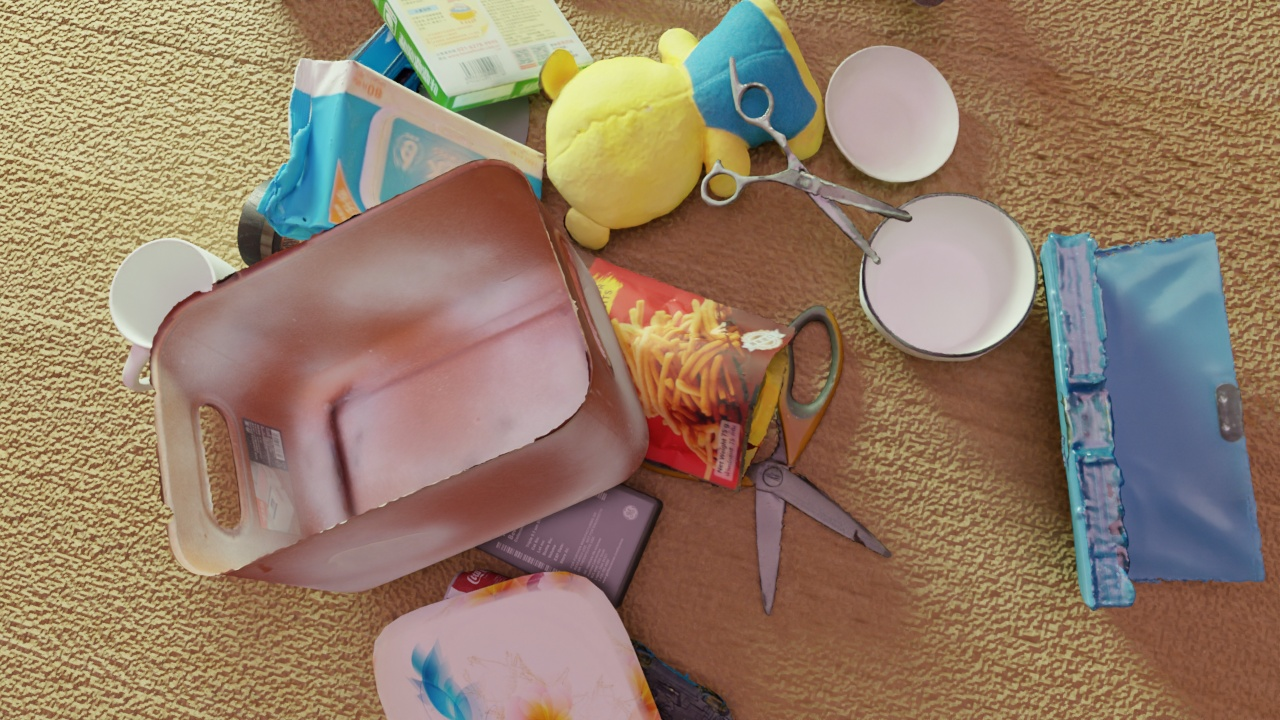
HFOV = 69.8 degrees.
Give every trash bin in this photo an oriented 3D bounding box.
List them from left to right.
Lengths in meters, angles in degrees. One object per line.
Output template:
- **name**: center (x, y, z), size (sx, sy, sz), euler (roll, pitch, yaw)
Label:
- **trash bin**: center (-0.139, 0.023, 0.576), size (0.260, 0.157, 0.181), euler (-25, 65, 8)

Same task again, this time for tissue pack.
- **tissue pack**: center (-0.154, -0.118, 0.632), size (0.066, 0.209, 0.117), euler (-1, 78, 42)

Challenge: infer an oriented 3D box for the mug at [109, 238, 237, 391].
- **mug**: center (-0.340, -0.025, 0.687), size (0.081, 0.087, 0.114), euler (28, 84, 10)

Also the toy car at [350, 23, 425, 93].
- **toy car**: center (-0.207, -0.214, 0.713), size (0.056, 0.043, 0.120), euler (37, 87, 11)

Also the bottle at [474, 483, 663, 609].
- **bottle**: center (-0.080, 0.104, 0.655), size (0.174, 0.046, 0.083), euler (23, 84, 10)

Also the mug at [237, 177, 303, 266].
- **mug**: center (-0.226, -0.102, 0.698), size (0.107, 0.080, 0.115), euler (19, 65, 11)

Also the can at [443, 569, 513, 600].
- **can**: center (-0.087, 0.181, 0.639), size (0.096, 0.054, 0.054), euler (15, 82, 9)

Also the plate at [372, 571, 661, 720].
- **plate**: center (-0.082, 0.243, 0.610), size (0.187, 0.016, 0.187), euler (-20, 94, 14)

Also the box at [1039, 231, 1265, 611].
- **box**: center (0.323, 0.032, 0.576), size (0.112, 0.094, 0.231), euler (-7, 84, 23)

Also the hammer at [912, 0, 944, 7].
- **hammer**: center (0.078, -0.318, 0.702), size (0.315, 0.035, 0.137), euler (6, 48, 16)

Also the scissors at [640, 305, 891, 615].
- **scissors**: center (0.090, 0.059, 0.658), size (0.225, 0.016, 0.229), euler (29, 85, 11)

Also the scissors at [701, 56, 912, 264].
- **scissors**: center (0.110, -0.135, 0.618), size (0.142, 0.014, 0.147), euler (1, 94, 16)

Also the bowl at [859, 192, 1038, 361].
- **bowl**: center (0.208, -0.052, 0.638), size (0.116, 0.066, 0.116), euler (-1, 80, 7)

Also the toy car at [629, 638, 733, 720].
- **toy car**: center (0.013, 0.232, 0.630), size (0.105, 0.032, 0.048), euler (31, 84, 5)

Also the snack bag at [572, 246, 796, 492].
- **snack bag**: center (-0.004, 0.004, 0.658), size (0.208, 0.066, 0.139), euler (19, 84, 24)

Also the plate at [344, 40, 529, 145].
- **plate**: center (-0.178, -0.193, 0.736), size (0.178, 0.012, 0.178), euler (-1, 80, 7)

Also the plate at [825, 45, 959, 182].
- **plate**: center (0.181, -0.178, 0.676), size (0.104, 0.026, 0.104), euler (2, 82, -11)

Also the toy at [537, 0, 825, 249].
- **toy**: center (0.025, -0.183, 0.675), size (0.214, 0.084, 0.149), euler (-21, 77, 0)

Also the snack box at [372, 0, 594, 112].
- **snack box**: center (-0.132, -0.273, 0.706), size (0.131, 0.027, 0.168), euler (-25, 76, -31)
